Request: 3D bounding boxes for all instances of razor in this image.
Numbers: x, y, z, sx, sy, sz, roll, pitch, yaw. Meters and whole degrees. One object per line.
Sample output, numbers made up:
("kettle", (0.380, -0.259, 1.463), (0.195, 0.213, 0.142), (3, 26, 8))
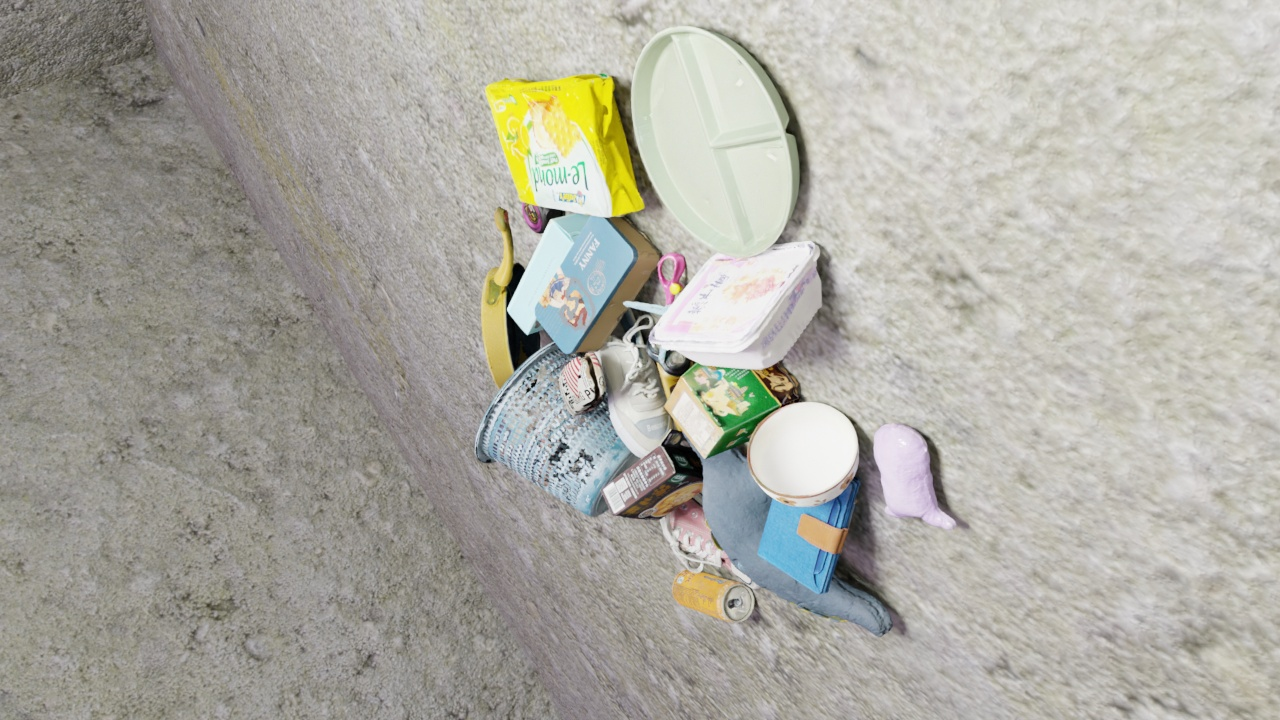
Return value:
("razor", (0.050, 0.035, 1.153), (0.067, 0.062, 0.168), (-106, 2, -49))

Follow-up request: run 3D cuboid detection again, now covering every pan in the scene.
("pan", (-0.185, -0.091, 1.309), (0.358, 0.078, 0.197), (75, -168, -56))

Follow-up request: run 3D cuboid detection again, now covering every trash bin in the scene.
("trash bin", (-0.095, 0.114, 1.342), (0.195, 0.226, 0.227), (36, 148, 16))

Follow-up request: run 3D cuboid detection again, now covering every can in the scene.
("can", (0.106, 0.350, 1.369), (0.146, 0.058, 0.058), (-7, 111, 62))

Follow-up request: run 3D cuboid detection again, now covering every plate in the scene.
("plate", (0.071, -0.210, 0.891), (0.230, 0.027, 0.231), (42, 148, 34))

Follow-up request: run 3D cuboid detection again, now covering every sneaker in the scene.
("sneaker", (-0.007, 0.007, 1.187), (0.091, 0.089, 0.242), (-37, 74, 57))
("sneaker", (0.079, 0.237, 1.268), (0.241, 0.087, 0.118), (42, 148, 35))

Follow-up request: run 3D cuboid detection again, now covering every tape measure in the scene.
("tape measure", (-0.132, -0.203, 1.246), (0.057, 0.039, 0.058), (52, 148, 16))

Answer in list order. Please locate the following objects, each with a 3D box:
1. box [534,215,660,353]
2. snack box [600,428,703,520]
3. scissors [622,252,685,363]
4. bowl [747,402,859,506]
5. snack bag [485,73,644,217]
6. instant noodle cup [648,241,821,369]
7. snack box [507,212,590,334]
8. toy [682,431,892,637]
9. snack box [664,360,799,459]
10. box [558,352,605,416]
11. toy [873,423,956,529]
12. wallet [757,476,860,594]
("box", (-0.051, -0.096, 1.114), (0.090, 0.062, 0.185), (48, 123, 25))
("snack box", (0.030, 0.149, 1.168), (0.113, 0.126, 0.053), (19, -142, -56))
("scissors", (0.041, -0.057, 1.069), (0.133, 0.017, 0.133), (17, 110, 18))
("bowl", (0.173, 0.106, 0.953), (0.113, 0.113, 0.062), (37, 165, 38))
("snack bag", (-0.088, -0.258, 1.077), (0.247, 0.068, 0.158), (21, 134, 52))
("instant noodle cup", (0.101, -0.046, 0.906), (0.060, 0.137, 0.174), (46, 160, -22))
("snack box", (-0.106, -0.113, 1.194), (0.051, 0.074, 0.175), (50, 133, 17))
("toy", (0.148, 0.198, 1.105), (0.356, 0.091, 0.138), (51, 140, 14))
("snack box", (0.094, 0.042, 1.020), (0.118, 0.105, 0.118), (53, 154, 16))
("box", (-0.081, 0.034, 1.184), (0.165, 0.060, 0.072), (130, 142, -71))
("toy", (0.256, 0.110, 0.877), (0.084, 0.038, 0.108), (7, 117, 55))
("wallet", (0.183, 0.176, 1.008), (0.106, 0.040, 0.133), (26, 108, 48))
